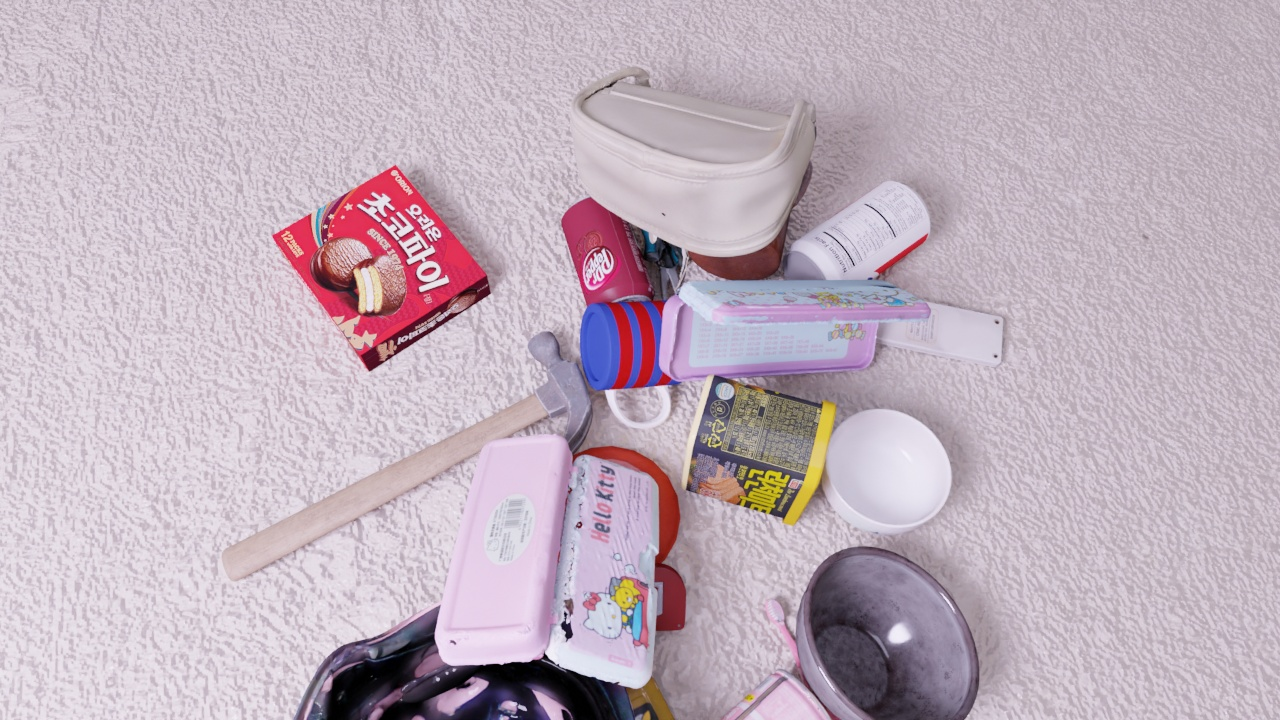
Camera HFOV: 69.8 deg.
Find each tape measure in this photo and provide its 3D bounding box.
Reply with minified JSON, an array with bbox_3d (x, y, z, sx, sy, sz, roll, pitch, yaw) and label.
[{"bbox_3d":[0.007,0.190,0.734,0.059,0.019,0.051,1,92,-3],"label":"tape measure"}]

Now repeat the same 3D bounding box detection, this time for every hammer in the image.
[{"bbox_3d":[-0.191,0.090,0.770,0.330,0.031,0.119,-26,58,-12],"label":"hammer"}]

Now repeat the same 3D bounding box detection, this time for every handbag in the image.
[{"bbox_3d":[0.041,-0.170,0.808,0.229,0.132,0.183,21,48,26],"label":"handbag"}]

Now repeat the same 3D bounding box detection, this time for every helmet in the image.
[{"bbox_3d":[-0.112,0.290,0.618,0.230,0.153,0.254,8,48,6],"label":"helmet"}]

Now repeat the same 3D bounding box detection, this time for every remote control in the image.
[{"bbox_3d":[0.271,-0.030,0.862,0.136,0.011,0.050,12,66,3],"label":"remote control"}]

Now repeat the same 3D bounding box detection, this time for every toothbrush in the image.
[{"bbox_3d":[0.134,0.250,0.725,0.021,0.016,0.135,-23,68,-13],"label":"toothbrush"}]

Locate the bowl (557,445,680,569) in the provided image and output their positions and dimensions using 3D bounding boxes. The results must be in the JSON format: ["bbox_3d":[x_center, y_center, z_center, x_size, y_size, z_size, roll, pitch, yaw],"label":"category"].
[{"bbox_3d":[-0.026,0.124,0.765,0.122,0.035,0.121,1,65,-2],"label":"bowl"}]

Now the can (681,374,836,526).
[{"bbox_3d":[0.091,0.073,0.743,0.101,0.131,0.072,15,66,7],"label":"can"}]

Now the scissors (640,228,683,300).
[{"bbox_3d":[0.020,-0.126,0.879,0.120,0.019,0.150,39,51,-12],"label":"scissors"}]

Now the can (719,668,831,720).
[{"bbox_3d":[0.097,0.280,0.682,0.076,0.067,0.067,-36,72,-18],"label":"can"}]

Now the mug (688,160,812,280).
[{"bbox_3d":[0.107,-0.142,0.849,0.096,0.123,0.110,24,66,-32],"label":"mug"}]

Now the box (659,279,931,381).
[{"bbox_3d":[0.131,-0.021,0.759,0.213,0.092,0.090,-3,108,-25],"label":"box"}]

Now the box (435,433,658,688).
[{"bbox_3d":[-0.059,0.133,0.665,0.155,0.059,0.201,5,37,-2],"label":"box"}]

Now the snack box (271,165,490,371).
[{"bbox_3d":[-0.239,-0.088,0.851,0.132,0.036,0.152,-35,72,-17],"label":"snack box"}]

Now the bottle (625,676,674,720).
[{"bbox_3d":[0.005,0.283,0.683,0.053,0.053,0.186,-24,69,-13],"label":"bottle"}]

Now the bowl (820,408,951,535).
[{"bbox_3d":[0.203,0.098,0.777,0.105,0.054,0.104,1,63,-2],"label":"bowl"}]

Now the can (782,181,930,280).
[{"bbox_3d":[0.204,-0.109,0.862,0.132,0.070,0.070,-34,71,-17],"label":"can"}]

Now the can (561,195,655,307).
[{"bbox_3d":[-0.030,-0.093,0.848,0.063,0.063,0.114,-14,67,-9],"label":"can"}]

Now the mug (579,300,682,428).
[{"bbox_3d":[-0.005,0.005,0.798,0.076,0.075,0.112,-4,97,-23],"label":"mug"}]

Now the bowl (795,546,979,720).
[{"bbox_3d":[0.176,0.222,0.700,0.145,0.067,0.144,12,50,-15],"label":"bowl"}]
